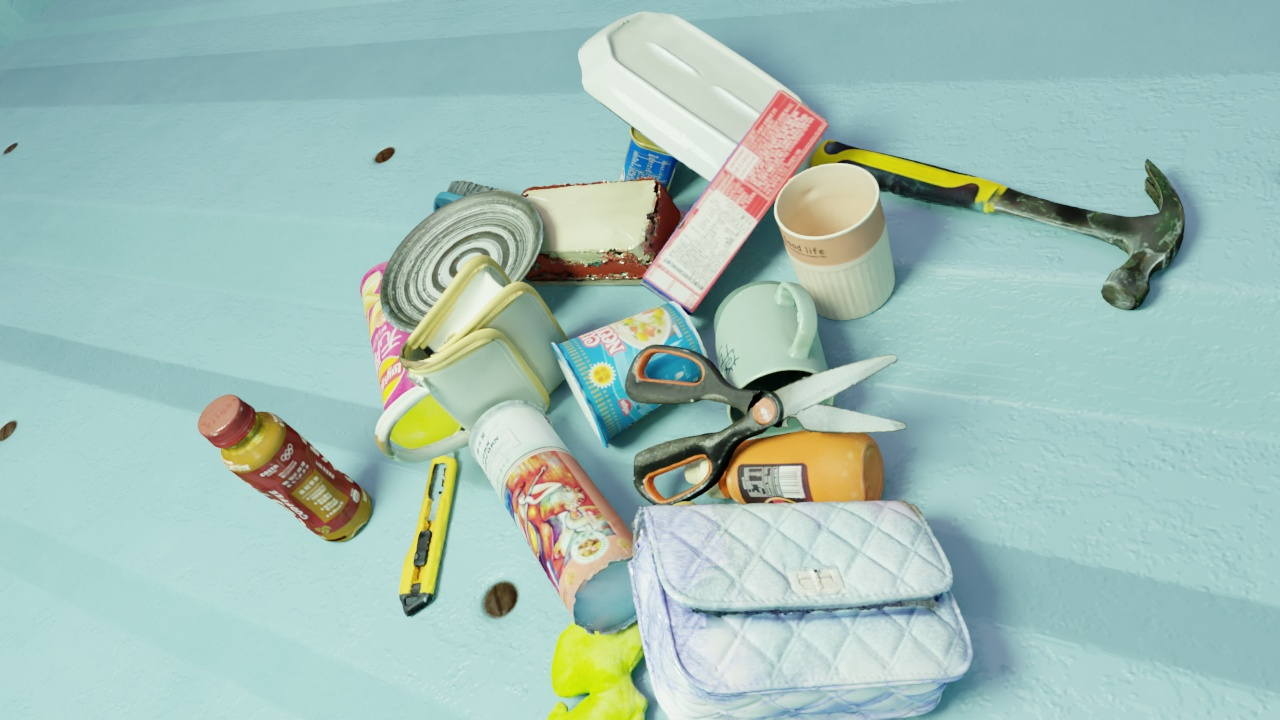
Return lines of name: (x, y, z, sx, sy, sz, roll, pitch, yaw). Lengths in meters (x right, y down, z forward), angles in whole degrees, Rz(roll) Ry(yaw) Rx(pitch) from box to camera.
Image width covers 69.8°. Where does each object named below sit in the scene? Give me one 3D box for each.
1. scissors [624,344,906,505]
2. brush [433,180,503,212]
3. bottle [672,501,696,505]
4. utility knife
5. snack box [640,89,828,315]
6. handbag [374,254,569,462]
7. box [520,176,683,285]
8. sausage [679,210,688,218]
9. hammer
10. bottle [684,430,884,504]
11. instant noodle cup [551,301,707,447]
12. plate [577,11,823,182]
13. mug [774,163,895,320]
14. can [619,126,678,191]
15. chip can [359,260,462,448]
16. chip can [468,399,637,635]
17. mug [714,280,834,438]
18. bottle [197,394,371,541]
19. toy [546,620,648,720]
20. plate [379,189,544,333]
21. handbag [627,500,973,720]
scissors: (0.071, 0.028, 0.658, 0.227, 0.021, 0.198, -46, 60, 25)
brush: (-0.176, -0.153, 1.002, 0.144, 0.055, 0.073, 21, 63, 36)
bottle: (0.056, 0.189, 0.608, 0.065, 0.065, 0.218, -24, 47, 7)
utility knife: (-0.183, 0.140, 0.796, 0.033, 0.015, 0.167, -10, 50, 15)
snack box: (0.080, -0.137, 0.815, 0.058, 0.057, 0.207, 36, 90, -1)
handbag: (-0.139, 0.022, 0.772, 0.063, 0.163, 0.178, 30, 74, 26)
box: (-0.052, -0.126, 0.894, 0.169, 0.077, 0.091, 2, 65, 31)
sausage: (0.033, -0.141, 0.915, 0.156, 0.020, 0.020, 17, 62, 35)
hammer: (0.289, -0.143, 0.785, 0.324, 0.032, 0.126, 26, 68, 39)
bottle: (0.100, 0.083, 0.678, 0.150, 0.067, 0.066, -4, 52, 32)
instant noodle cup: (-0.005, 0.005, 0.772, 0.110, 0.099, 0.099, -28, 46, -8)
plate: (0.062, -0.264, 0.900, 0.266, 0.034, 0.161, 39, 58, 13)
mug: (0.157, -0.105, 0.766, 0.081, 0.106, 0.114, -29, 47, 2)
can: (0.015, -0.221, 0.935, 0.057, 0.083, 0.101, 16, 56, -4)
chip can: (-0.229, -0.012, 0.902, 0.071, 0.071, 0.210, -29, 47, 2)
chip can: (-0.063, 0.113, 0.705, 0.071, 0.071, 0.214, -38, 40, -6)
mug: (0.106, -0.013, 0.717, 0.082, 0.112, 0.106, 8, 46, -13)
bottle: (-0.301, 0.093, 0.782, 0.057, 0.175, 0.057, -13, 49, 16)
toy: (-0.031, 0.220, 0.647, 0.096, 0.031, 0.100, -32, 51, -5)
plate: (-0.171, -0.092, 0.888, 0.180, 0.024, 0.179, -13, 50, 16)
handbag: (0.097, 0.146, 0.559, 0.193, 0.076, 0.134, 1, 43, -16)
